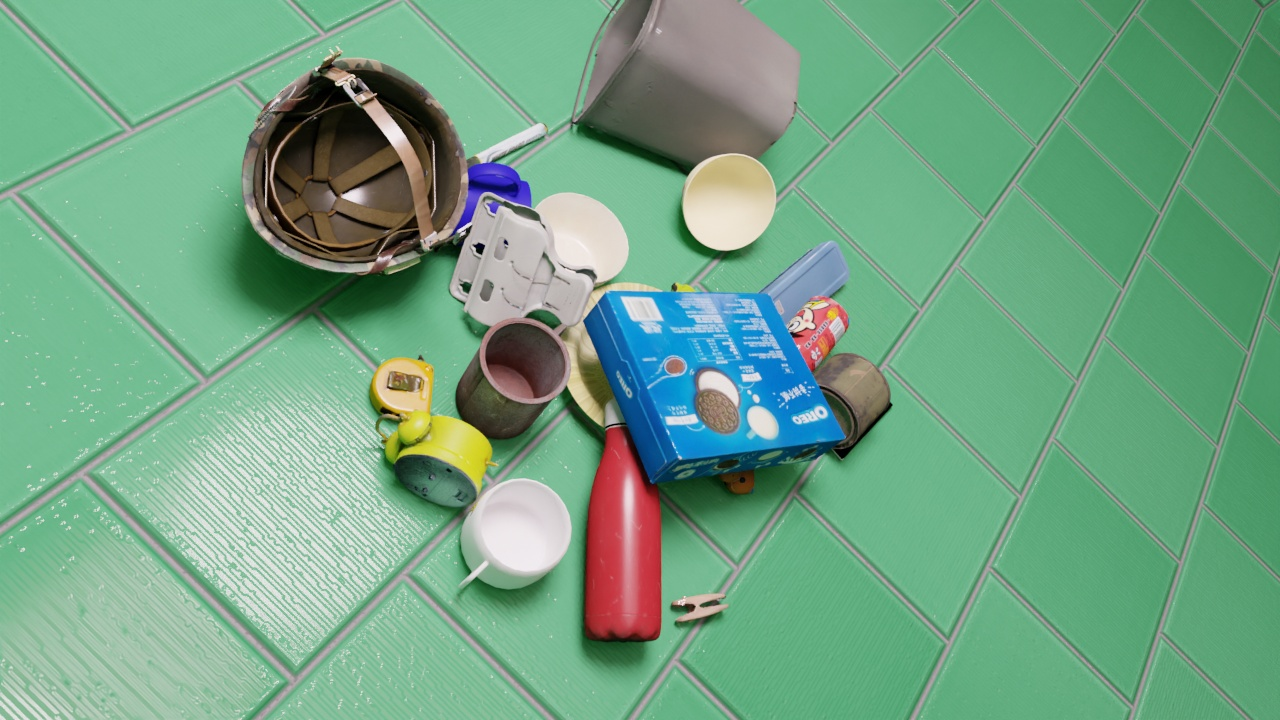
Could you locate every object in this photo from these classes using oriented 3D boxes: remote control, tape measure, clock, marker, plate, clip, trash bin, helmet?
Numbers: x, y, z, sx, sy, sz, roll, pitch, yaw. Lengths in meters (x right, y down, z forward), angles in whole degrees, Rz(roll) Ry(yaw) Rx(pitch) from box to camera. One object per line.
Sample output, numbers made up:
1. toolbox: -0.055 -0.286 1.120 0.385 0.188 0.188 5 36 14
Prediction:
1. remote control: 0.273 0.076 1.129 0.124 0.012 0.028 -38 85 -35
2. tape measure: -0.233 0.026 0.896 0.059 0.030 0.068 12 60 -23
3. clock: -0.193 0.088 0.852 0.119 0.083 0.056 31 51 -13
4. marker: -0.164 -0.247 1.075 0.017 0.017 0.146 49 55 4
5. plate: -0.006 0.006 1.010 0.184 0.036 0.184 9 66 -20
6. clip: 0.059 0.248 0.933 0.049 0.026 0.061 45 62 5
7. trash bin: 0.064 -0.354 1.144 0.220 0.198 0.197 24 56 -21
8. clip: -0.119 -0.086 0.938 0.150 0.126 0.089 28 27 5
9. helmet: -0.262 -0.175 0.857 0.193 0.237 0.223 60 42 -18

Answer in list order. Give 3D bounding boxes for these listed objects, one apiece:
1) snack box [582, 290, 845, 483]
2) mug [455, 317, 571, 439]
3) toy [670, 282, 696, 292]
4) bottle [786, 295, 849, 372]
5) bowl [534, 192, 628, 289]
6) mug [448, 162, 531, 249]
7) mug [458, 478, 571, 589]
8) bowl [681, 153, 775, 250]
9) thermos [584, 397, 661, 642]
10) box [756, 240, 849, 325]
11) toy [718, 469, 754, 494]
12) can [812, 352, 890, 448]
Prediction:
1. snack box: 0.080 0.019 0.955 0.238 0.056 0.195 -2 57 -38
2. mug: -0.119 0.011 0.914 0.096 0.110 0.122 48 54 -4
3. toy: 0.069 -0.047 1.078 0.093 0.036 0.094 -3 73 -33
4. bottle: 0.188 -0.013 1.091 0.062 0.062 0.137 44 63 0
5. bowl: -0.078 -0.123 1.027 0.115 0.063 0.115 11 61 -21
6. mug: -0.163 -0.168 0.978 0.083 0.111 0.079 6 59 -24
7. mug: -0.124 0.169 0.853 0.094 0.068 0.115 46 55 1
8. bowl: 0.100 -0.204 1.142 0.118 0.118 0.074 14 18 -20
9. thermos: -0.016 0.150 0.899 0.073 0.073 0.239 9 68 -22
10. box: 0.188 -0.079 1.164 0.209 0.052 0.067 -38 108 -33
11. toy: 0.120 0.105 1.028 0.102 0.071 0.090 10 72 -47
12. can: 0.235 0.047 1.078 0.090 0.090 0.074 49 55 4
